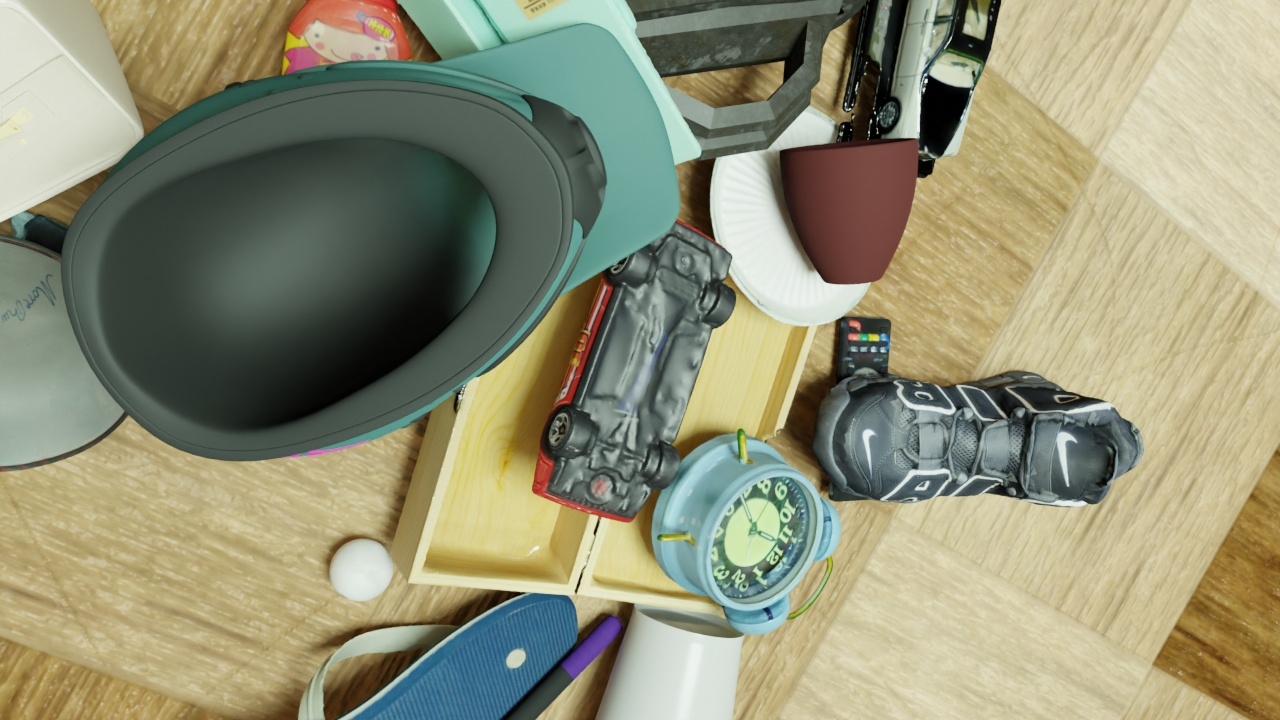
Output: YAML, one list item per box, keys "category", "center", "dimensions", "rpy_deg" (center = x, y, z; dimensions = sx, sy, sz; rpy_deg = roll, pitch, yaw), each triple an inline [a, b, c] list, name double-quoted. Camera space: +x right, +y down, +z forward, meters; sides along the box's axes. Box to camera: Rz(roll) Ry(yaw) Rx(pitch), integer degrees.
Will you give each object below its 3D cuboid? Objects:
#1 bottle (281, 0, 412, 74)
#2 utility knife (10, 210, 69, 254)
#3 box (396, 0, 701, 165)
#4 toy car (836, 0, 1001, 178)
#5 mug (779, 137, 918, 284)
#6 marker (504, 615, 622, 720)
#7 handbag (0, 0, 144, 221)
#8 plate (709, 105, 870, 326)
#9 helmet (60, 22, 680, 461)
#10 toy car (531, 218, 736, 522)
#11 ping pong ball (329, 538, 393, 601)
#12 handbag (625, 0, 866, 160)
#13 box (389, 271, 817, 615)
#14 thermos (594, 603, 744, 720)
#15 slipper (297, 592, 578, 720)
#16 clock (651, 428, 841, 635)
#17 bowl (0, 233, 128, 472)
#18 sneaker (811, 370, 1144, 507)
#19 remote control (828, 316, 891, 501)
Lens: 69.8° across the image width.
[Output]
- category: "bottle"
  center: [-0.172, -0.178, 0.544]
  dimensions: [0.071, 0.048, 0.134]
  rpy_deg: [7, 97, -18]
- category: "utility knife"
  center: [-0.289, -0.042, 0.548]
  dimensions: [0.172, 0.020, 0.029]
  rpy_deg: [29, 88, -21]
- category: "box"
  center: [-0.062, -0.171, 0.513]
  dimensions: [0.187, 0.139, 0.052]
  rpy_deg: [51, 61, -35]
- category: "toy car"
  center: [0.205, -0.228, 0.633]
  dimensions: [0.094, 0.071, 0.192]
  rpy_deg: [7, 98, -27]
- category: "mug"
  center: [0.142, -0.100, 0.613]
  dimensions: [0.087, 0.113, 0.088]
  rpy_deg: [1, 106, 24]
- category: "marker"
  center: [-0.062, 0.230, 0.645]
  dimensions: [0.015, 0.018, 0.133]
  rpy_deg: [41, 68, 17]
- category: "handbag"
  center: [-0.354, -0.113, 0.431]
  dimensions: [0.197, 0.194, 0.101]
  rpy_deg: [-37, 140, -6]
- category: "plate"
  center: [0.109, -0.102, 0.639]
  dimensions: [0.156, 0.014, 0.157]
  rpy_deg: [2, 85, -32]
- category: "helmet"
  center: [-0.119, -0.064, 0.451]
  dimensions: [0.275, 0.200, 0.176]
  rpy_deg: [-21, 105, 8]
- category: "toy car"
  center: [-0.004, 0.003, 0.565]
  dimensions: [0.081, 0.056, 0.189]
  rpy_deg: [23, 86, -32]
- category: "ping pong ball"
  center: [-0.183, 0.137, 0.602]
  dimensions: [0.040, 0.040, 0.040]
  rpy_deg: [-3, 101, -17]
- category: "handbag"
  center: [0.039, -0.225, 0.570]
  dimensions: [0.197, 0.102, 0.199]
  rpy_deg: [-12, 87, -15]
- category: "box"
  center: [-0.014, 0.042, 0.625]
  dimensions: [0.253, 0.068, 0.247]
  rpy_deg: [16, 96, -24]
- category: "thermos"
  center: [0.009, 0.292, 0.652]
  dimensions: [0.131, 0.132, 0.222]
  rpy_deg: [14, 88, -19]
- category: "slipper"
  center: [-0.171, 0.241, 0.607]
  dimensions: [0.294, 0.060, 0.118]
  rpy_deg: [-23, 119, -30]
- category: "clock"
  center: [0.079, 0.123, 0.638]
  dimensions: [0.162, 0.060, 0.118]
  rpy_deg: [42, 80, -34]
- category: "bowl"
  center: [-0.355, -0.013, 0.501]
  dimensions: [0.150, 0.056, 0.151]
  rpy_deg: [-15, 130, -18]
- category: "sneaker"
  center: [0.253, 0.064, 0.651]
  dimensions: [0.252, 0.151, 0.097]
  rpy_deg: [-2, 97, -27]
- category: "remote control"
  center: [0.166, 0.037, 0.701]
  dimensions: [0.045, 0.021, 0.140]
  rpy_deg: [1, 96, -27]
